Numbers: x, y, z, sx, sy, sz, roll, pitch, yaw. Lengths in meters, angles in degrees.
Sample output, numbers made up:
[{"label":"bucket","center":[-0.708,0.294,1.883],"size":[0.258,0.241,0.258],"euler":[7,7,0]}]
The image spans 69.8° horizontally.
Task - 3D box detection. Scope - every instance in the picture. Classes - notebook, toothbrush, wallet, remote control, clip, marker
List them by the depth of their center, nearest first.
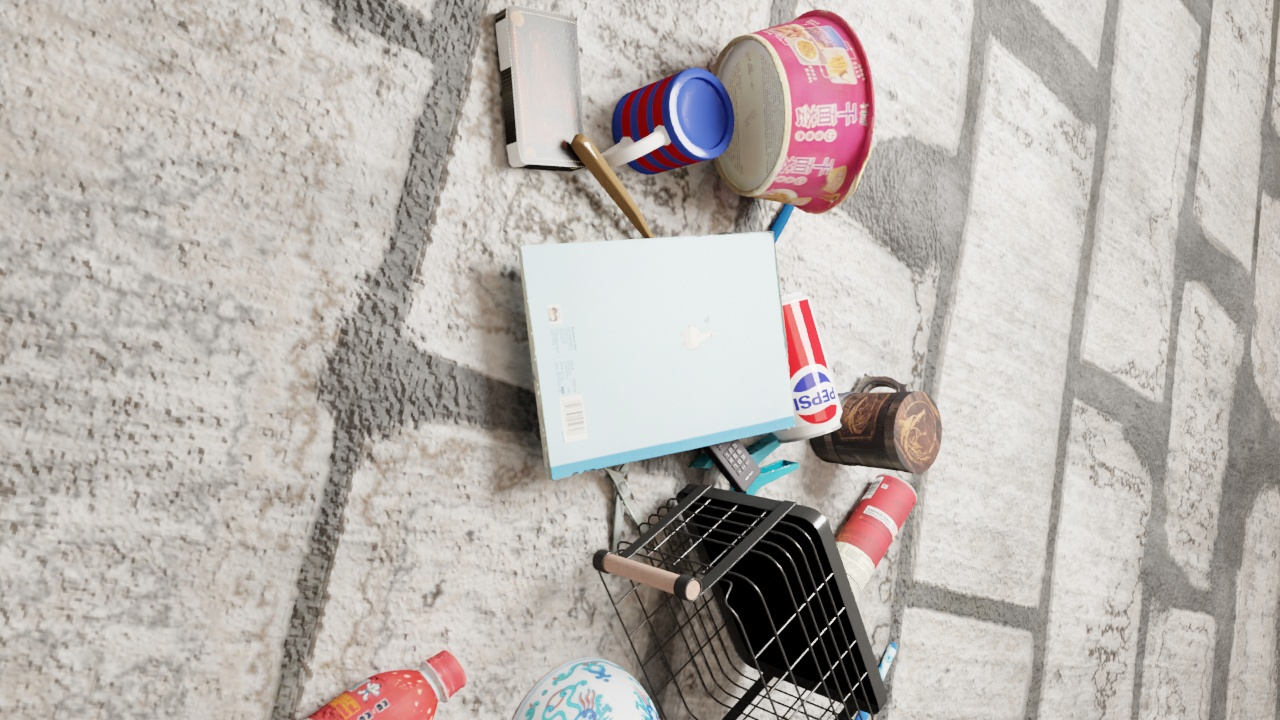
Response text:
[{"label":"wallet","center":[-0.078,-0.216,0.737],"size":[0.072,0.019,0.123],"euler":[-6,93,-40]},{"label":"notebook","center":[0.024,-0.012,0.761],"size":[0.252,0.009,0.181],"euler":[-8,93,-32]},{"label":"toothbrush","center":[-0.008,-0.129,0.782],"size":[0.167,0.016,0.016],"euler":[49,54,-38]},{"label":"remote control","center":[0.059,0.058,0.828],"size":[0.136,0.015,0.032],"euler":[53,53,-8]},{"label":"clip","center":[0.091,0.091,0.868],"size":[0.129,0.031,0.121],"euler":[-48,113,-29]},{"label":"toothbrush","center":[0.155,-0.163,0.928],"size":[0.014,0.014,0.167],"euler":[49,62,-40]},{"label":"marker","center":[0.249,0.370,0.998],"size":[0.013,0.013,0.141],"euler":[47,62,-28]}]

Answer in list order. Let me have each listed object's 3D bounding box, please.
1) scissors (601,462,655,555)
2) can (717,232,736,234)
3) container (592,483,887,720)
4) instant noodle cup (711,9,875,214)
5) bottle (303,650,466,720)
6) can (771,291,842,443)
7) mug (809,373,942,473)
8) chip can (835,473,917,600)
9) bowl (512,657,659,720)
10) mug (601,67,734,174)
[{"label":"scissors","center":[-0.010,0.094,0.787],"size":[0.141,0.014,0.161],"euler":[43,67,-36]},{"label":"can","center":[0.076,-0.062,0.837],"size":[0.055,0.055,0.101],"euler":[28,72,-35]},{"label":"container","center":[0.080,0.231,0.759],"size":[0.130,0.163,0.241],"euler":[-36,114,-34]},{"label":"instant noodle cup","center":[0.122,-0.217,0.815],"size":[0.077,0.179,0.178],"euler":[-8,94,-22]},{"label":"bottle","center":[-0.181,0.248,0.621],"size":[0.137,0.062,0.062],"euler":[-30,108,-34]},{"label":"can","center":[0.142,0.006,0.867],"size":[0.070,0.070,0.132],"euler":[-16,90,-38]},{"label":"mug","center":[0.245,0.058,0.938],"size":[0.080,0.107,0.115],"euler":[51,60,-26]},{"label":"chip can","center":[0.217,0.209,0.949],"size":[0.214,0.052,0.052],"euler":[-48,117,-29]},{"label":"bowl","center":[-0.029,0.319,0.733],"size":[0.143,0.074,0.144],"euler":[1,89,-39]},{"label":"mug","center":[0.016,-0.193,0.776],"size":[0.111,0.076,0.075],"euler":[-39,113,-33]}]
